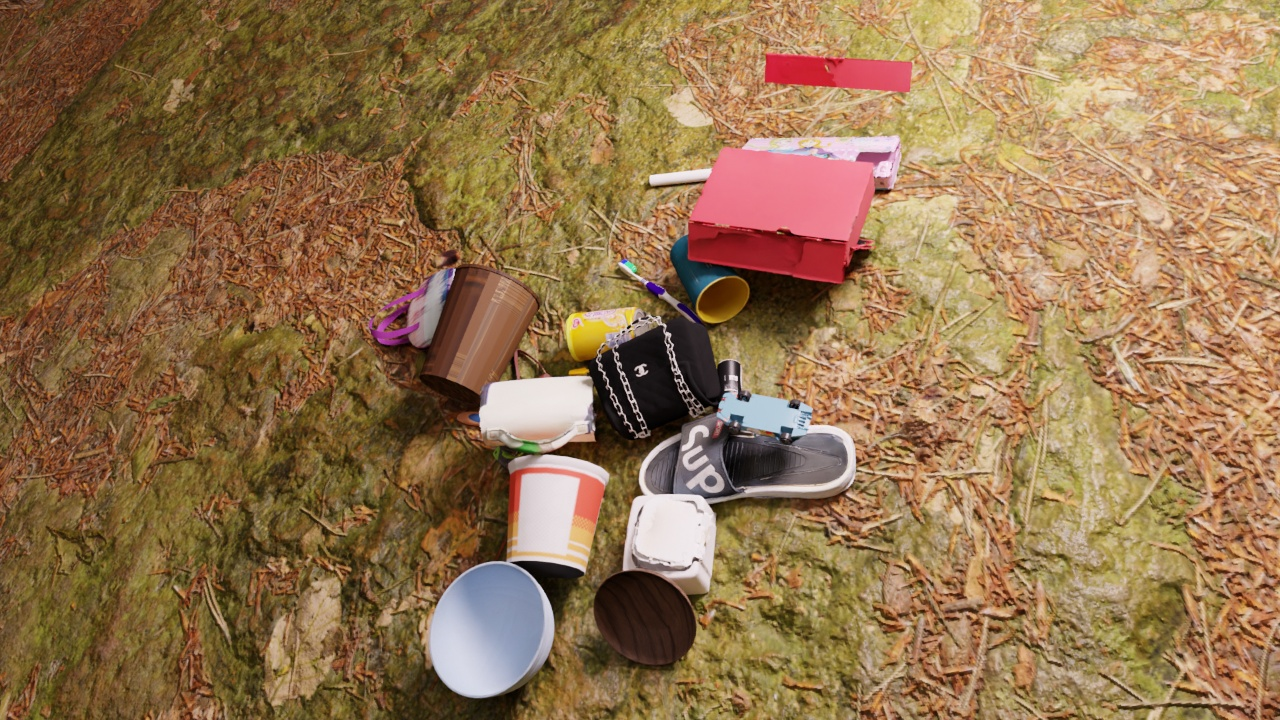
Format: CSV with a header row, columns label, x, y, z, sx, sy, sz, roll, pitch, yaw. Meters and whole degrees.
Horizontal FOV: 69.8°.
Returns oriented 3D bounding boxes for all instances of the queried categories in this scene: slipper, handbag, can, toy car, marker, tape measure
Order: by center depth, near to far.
label,x,y,z,sx,sy,sz,roll,pitch,yaw
toy car,0.145,0.070,1.077,0.108,0.027,0.060,10,51,17
slipper,0.121,0.115,1.098,0.264,0.063,0.111,-2,57,18
handbag,0.014,0.024,1.150,0.154,0.114,0.125,-24,72,20
handbag,-0.129,0.085,1.156,0.151,0.074,0.176,-4,20,-3
can,0.113,0.040,1.168,0.032,0.031,0.080,-8,55,17
tape measure,-0.164,0.118,1.226,0.059,0.036,0.065,17,65,30
can,-0.045,-0.036,1.263,0.105,0.068,0.067,-5,56,19
handbag,-0.153,0.022,1.297,0.055,0.029,0.119,-32,47,-3
marker,0.078,-0.284,1.413,0.134,0.017,0.020,-2,20,21
handbag,-0.343,-0.071,1.418,0.170,0.068,0.144,-16,54,20

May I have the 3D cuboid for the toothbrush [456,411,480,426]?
label,x,y,z,sx,sy,sz,roll,pitch,yaw
toothbrush,-0.198,0.082,1.280,0.135,0.017,0.021,-1,54,25

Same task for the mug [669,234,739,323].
label,x,y,z,sx,sy,sz,roll,pitch,yaw
mug,0.089,-0.118,1.263,0.078,0.078,0.121,-30,47,1

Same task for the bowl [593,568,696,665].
label,x,y,z,sx,sy,sz,roll,pitch,yaw
bowl,0.009,0.278,1.020,0.119,0.119,0.032,-2,17,21

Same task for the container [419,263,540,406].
label,x,y,z,sx,sy,sz,roll,pitch,yaw
container,-0.234,-0.031,1.305,0.132,0.132,0.167,10,68,27

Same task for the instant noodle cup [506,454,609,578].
label,x,y,z,sx,sy,sz,roll,pitch,yaw
instant noodle cup,-0.106,0.192,1.106,0.123,0.123,0.121,-4,64,20

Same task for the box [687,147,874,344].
label,x,y,z,sx,sy,sz,roll,pitch,yaw
box,0.162,-0.065,1.197,0.213,0.127,0.425,12,95,24

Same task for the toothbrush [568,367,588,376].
label,x,y,z,sx,sy,sz,roll,pitch,yaw
toothbrush,-0.007,0.007,1.242,0.197,0.031,0.031,-6,41,21

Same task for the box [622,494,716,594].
label,x,y,z,sx,sy,sz,roll,pitch,yaw
box,0.030,0.202,1.050,0.103,0.102,0.107,-4,58,21

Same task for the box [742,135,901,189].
label,x,y,z,sx,sy,sz,roll,pitch,yaw
box,0.251,-0.293,1.319,0.231,0.063,0.084,6,60,26

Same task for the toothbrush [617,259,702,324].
label,x,y,z,sx,sy,sz,roll,pitch,yaw
toothbrush,0.027,-0.098,1.308,0.016,0.015,0.187,-40,53,-14

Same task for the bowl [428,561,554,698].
label,x,y,z,sx,sy,sz,roll,pitch,yaw
bowl,-0.160,0.316,1.062,0.151,0.075,0.150,-10,62,19
